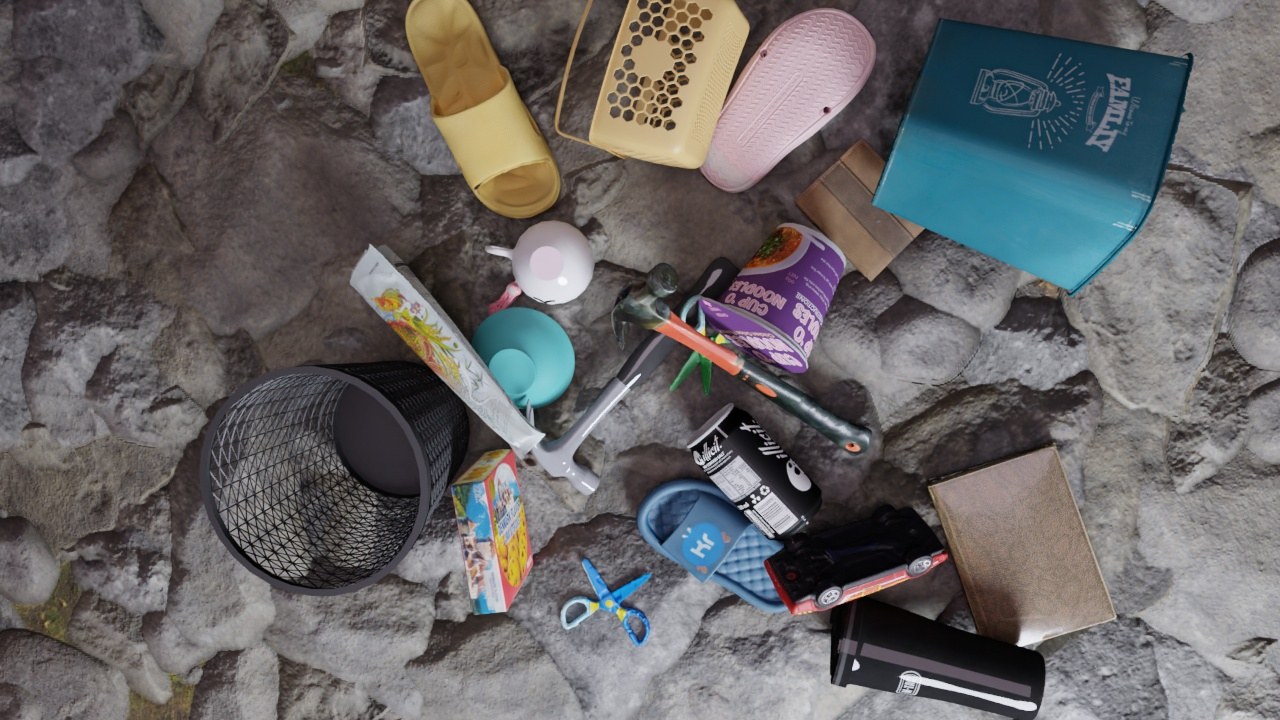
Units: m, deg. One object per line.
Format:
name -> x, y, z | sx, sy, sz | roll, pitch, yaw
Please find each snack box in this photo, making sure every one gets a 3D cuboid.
snack box -> -0.161, 0.184, 1.013 | 0.040, 0.142, 0.145 | -8, 98, 6

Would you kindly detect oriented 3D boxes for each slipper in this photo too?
slipper -> 0.146, -0.272, 0.964 | 0.107, 0.055, 0.222 | 44, 110, -1
slipper -> 0.097, 0.209, 1.036 | 0.213, 0.059, 0.104 | 32, 97, -1
slipper -> -0.178, -0.274, 0.984 | 0.099, 0.078, 0.263 | -24, 95, 10

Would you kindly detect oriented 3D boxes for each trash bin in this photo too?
trash bin -> -0.290, 0.096, 0.961 | 0.217, 0.243, 0.217 | 1, 98, 5
trash bin -> 0.357, -0.203, 0.879 | 0.219, 0.199, 0.196 | 20, 74, 9

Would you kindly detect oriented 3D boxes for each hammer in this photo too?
hammer -> -0.006, 0.006, 1.019 | 0.125, 0.029, 0.311 | 40, 96, -24
hammer -> 0.115, 0.016, 0.965 | 0.333, 0.133, 0.033 | 31, 57, -18

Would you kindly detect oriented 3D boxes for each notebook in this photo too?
notebook -> 0.402, 0.219, 1.019 | 0.190, 0.034, 0.215 | -21, 96, 9

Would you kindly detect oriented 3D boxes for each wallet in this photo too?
wallet -> 0.241, -0.162, 0.986 | 0.121, 0.027, 0.099 | 45, 101, -1

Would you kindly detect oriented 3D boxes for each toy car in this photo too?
toy car -> 0.233, 0.215, 0.993 | 0.189, 0.081, 0.056 | -17, 131, -11

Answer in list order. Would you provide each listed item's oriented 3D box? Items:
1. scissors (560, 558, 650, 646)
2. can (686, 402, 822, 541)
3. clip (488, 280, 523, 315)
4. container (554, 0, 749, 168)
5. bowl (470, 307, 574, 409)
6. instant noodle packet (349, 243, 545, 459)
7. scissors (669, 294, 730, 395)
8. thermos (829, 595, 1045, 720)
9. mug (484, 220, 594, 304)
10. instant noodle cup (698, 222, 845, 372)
scissors -> -0.038, 0.288, 1.084 | 0.130, 0.013, 0.125 | -28, 96, 6
can -> 0.125, 0.123, 1.007 | 0.080, 0.080, 0.146 | -43, 91, 9
clip -> -0.149, -0.070, 1.032 | 0.023, 0.050, 0.058 | 45, 86, 2
container -> 0.002, -0.300, 0.934 | 0.167, 0.129, 0.183 | 22, 100, 16
bowl -> -0.137, 0.005, 1.023 | 0.121, 0.046, 0.121 | 2, 109, 7
instant noodle packet -> -0.208, -0.002, 0.995 | 0.057, 0.147, 0.269 | -39, 88, -20
scissors -> 0.065, -0.018, 1.008 | 0.116, 0.012, 0.130 | 36, 95, -33
thermos -> 0.313, 0.323, 0.993 | 0.219, 0.105, 0.106 | 12, 99, 12
mug -> -0.111, -0.110, 1.000 | 0.124, 0.076, 0.090 | 12, 99, 3
instant noodle cup -> 0.144, -0.075, 0.958 | 0.137, 0.122, 0.121 | 36, 79, -22
